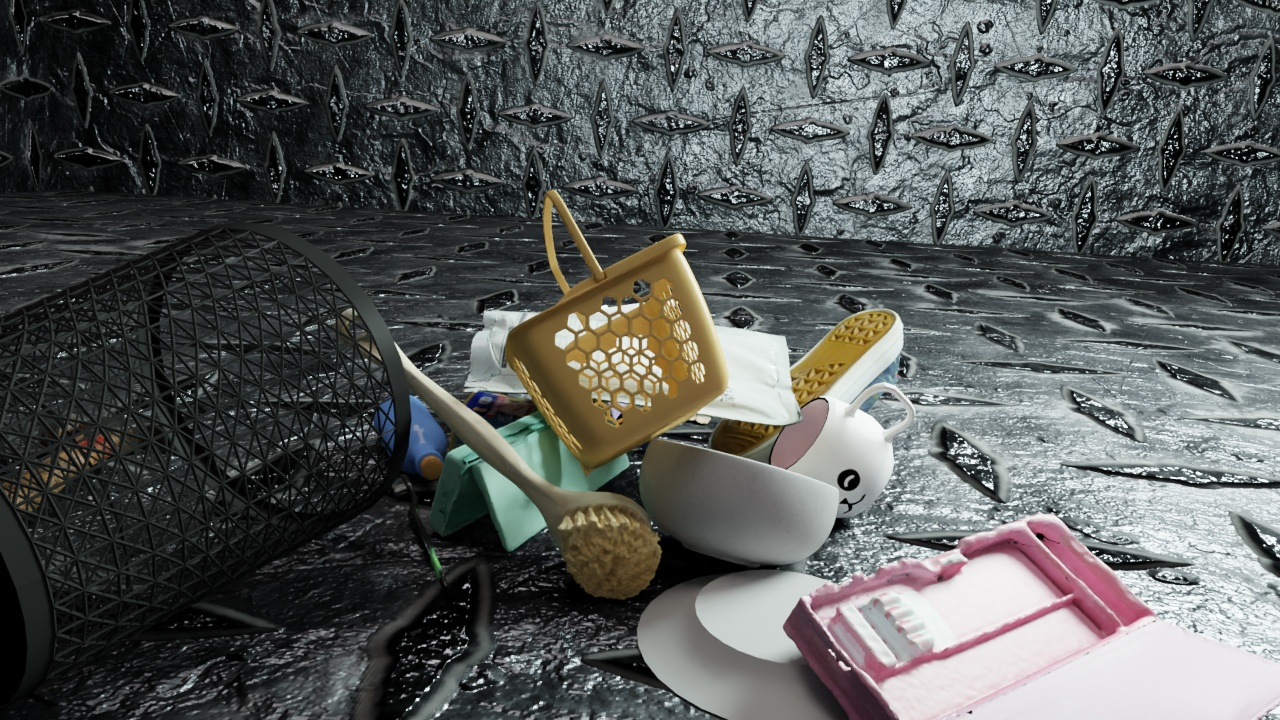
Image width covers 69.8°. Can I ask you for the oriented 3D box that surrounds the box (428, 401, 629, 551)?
[{"bbox_3d":[-0.068,0.084,0.704,0.079,0.077,0.188,27,22,20],"label":"box"}]

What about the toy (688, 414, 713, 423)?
[{"bbox_3d":[0.079,0.032,0.977,0.087,0.050,0.112,8,10,18],"label":"toy"}]

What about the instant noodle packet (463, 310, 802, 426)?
[{"bbox_3d":[-0.005,0.005,0.776,0.269,0.057,0.146,7,33,-1],"label":"instant noodle packet"}]

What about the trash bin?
[{"bbox_3d":[-0.292,0.053,0.520,0.217,0.217,0.242,8,22,19],"label":"trash bin"}]

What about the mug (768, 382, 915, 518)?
[{"bbox_3d":[0.162,0.068,0.710,0.076,0.124,0.090,36,28,-11],"label":"mug"}]

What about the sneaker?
[{"bbox_3d":[0.162,0.045,0.828,0.235,0.079,0.087,-37,29,-25],"label":"sneaker"}]

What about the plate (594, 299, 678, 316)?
[{"bbox_3d":[-0.069,-0.025,0.954,0.229,0.030,0.229,-26,0,0],"label":"plate"}]

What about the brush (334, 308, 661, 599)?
[{"bbox_3d":[-0.097,0.055,0.599,0.272,0.062,0.077,39,-5,7],"label":"brush"}]

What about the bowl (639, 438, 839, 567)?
[{"bbox_3d":[0.062,0.102,0.621,0.132,0.064,0.132,15,-8,2],"label":"bowl"}]

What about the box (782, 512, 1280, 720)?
[{"bbox_3d":[0.214,0.163,0.490,0.232,0.055,0.180,-6,27,-33],"label":"box"}]

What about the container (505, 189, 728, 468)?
[{"bbox_3d":[-0.031,-0.021,0.633,0.129,0.167,0.183,-28,-6,-8],"label":"container"}]

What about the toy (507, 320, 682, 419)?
[{"bbox_3d":[-0.018,0.017,0.909,0.138,0.085,0.208,-20,3,43],"label":"toy"}]

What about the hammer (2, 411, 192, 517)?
[{"bbox_3d":[-0.429,0.101,0.626,0.120,0.033,0.330,3,15,-4],"label":"hammer"}]

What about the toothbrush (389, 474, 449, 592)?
[{"bbox_3d":[-0.158,0.118,0.649,0.017,0.014,0.188,-16,20,-18],"label":"toothbrush"}]

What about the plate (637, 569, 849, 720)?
[{"bbox_3d":[0.085,0.157,0.539,0.173,0.019,0.172,3,14,-1],"label":"plate"}]

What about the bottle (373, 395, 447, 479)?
[{"bbox_3d":[-0.188,0.068,0.766,0.048,0.048,0.131,-4,16,-25],"label":"bottle"}]

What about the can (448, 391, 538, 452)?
[{"bbox_3d":[-0.124,0.062,0.790,0.059,0.054,0.099,10,14,2],"label":"can"}]

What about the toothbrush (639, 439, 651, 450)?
[{"bbox_3d":[0.054,0.096,0.771,0.016,0.017,0.190,-4,16,-32],"label":"toothbrush"}]
